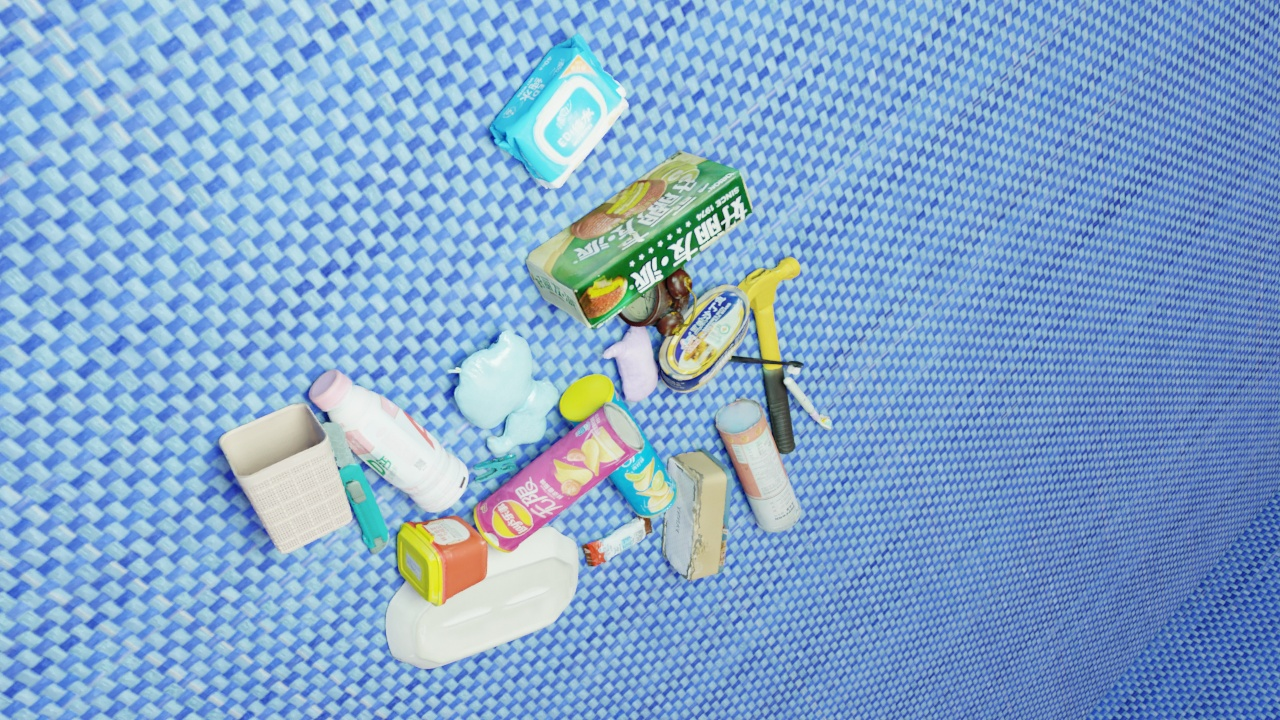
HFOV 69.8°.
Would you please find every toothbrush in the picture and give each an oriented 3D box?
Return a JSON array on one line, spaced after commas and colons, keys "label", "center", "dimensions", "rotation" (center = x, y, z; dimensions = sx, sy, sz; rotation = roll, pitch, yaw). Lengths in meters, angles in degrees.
[{"label": "toothbrush", "center": [0.243, 0.062, 1.331], "dimensions": [0.020, 0.029, 0.189], "rotation": [-34, 146, 11]}, {"label": "toothbrush", "center": [0.155, 0.003, 1.229], "dimensions": [0.180, 0.015, 0.018], "rotation": [7, 116, -38]}]

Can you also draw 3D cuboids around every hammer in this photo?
[{"label": "hammer", "center": [0.184, 0.008, 1.286], "dimensions": [0.128, 0.033, 0.301], "rotation": [-29, 125, -21]}]

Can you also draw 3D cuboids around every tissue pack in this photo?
[{"label": "tissue pack", "center": [-0.082, -0.253, 0.947], "dimensions": [0.140, 0.063, 0.090], "rotation": [-52, 131, -4]}]

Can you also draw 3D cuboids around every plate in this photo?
[{"label": "plate", "center": [-0.186, 0.305, 1.155], "dimensions": [0.265, 0.034, 0.162], "rotation": [-11, 117, -32]}]

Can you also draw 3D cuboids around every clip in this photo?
[{"label": "clip", "center": [-0.173, 0.127, 1.095], "dimensions": [0.056, 0.014, 0.042], "rotation": [-18, 122, -29]}]

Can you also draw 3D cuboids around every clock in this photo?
[{"label": "clock", "center": [0.021, -0.074, 1.072], "dimensions": [0.055, 0.122, 0.082], "rotation": [-8, 116, -47]}]

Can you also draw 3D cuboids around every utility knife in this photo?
[{"label": "utility knife", "center": [-0.302, 0.140, 0.979], "dimensions": [0.029, 0.013, 0.216], "rotation": [-22, 135, -18]}]

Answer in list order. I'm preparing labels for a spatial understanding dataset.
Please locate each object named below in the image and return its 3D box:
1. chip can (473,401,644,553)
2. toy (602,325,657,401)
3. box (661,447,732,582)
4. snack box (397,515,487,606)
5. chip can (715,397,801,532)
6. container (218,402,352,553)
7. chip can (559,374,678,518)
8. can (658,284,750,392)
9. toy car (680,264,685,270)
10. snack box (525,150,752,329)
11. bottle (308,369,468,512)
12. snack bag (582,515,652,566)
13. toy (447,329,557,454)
[{"label": "chip can", "center": [-0.096, 0.136, 1.067], "dimensions": [0.211, 0.071, 0.071], "rotation": [-39, 133, 16]}, {"label": "toy", "center": [-0.007, 0.007, 1.139], "dimensions": [0.083, 0.039, 0.108], "rotation": [-44, 137, -32]}, {"label": "box", "center": [0.077, 0.208, 1.265], "dimensions": [0.061, 0.090, 0.184], "rotation": [-7, 116, -27]}, {"label": "snack box", "center": [-0.226, 0.223, 1.054], "dimensions": [0.080, 0.091, 0.082], "rotation": [-14, 119, -38]}, {"label": "chip can", "center": [0.171, 0.153, 1.319], "dimensions": [0.071, 0.071, 0.215], "rotation": [-37, 128, -16]}, {"label": "container", "center": [-0.349, 0.120, 0.916], "dimensions": [0.089, 0.090, 0.111], "rotation": [-26, 127, -24]}, {"label": "chip can", "center": [-0.024, 0.112, 1.158], "dimensions": [0.071, 0.071, 0.210], "rotation": [-42, 129, -13]}, {"label": "can", "center": [0.081, -0.028, 1.153], "dimensions": [0.148, 0.074, 0.049], "rotation": [-49, 163, -14]}, {"label": "toy car", "center": [0.037, -0.089, 1.132], "dimensions": [0.043, 0.036, 0.091], "rotation": [-24, 127, -27]}, {"label": "snack box", "center": [-0.001, -0.140, 1.027], "dimensions": [0.239, 0.114, 0.063], "rotation": [-37, 129, -16]}, {"label": "bottle", "center": [-0.266, 0.084, 0.974], "dimensions": [0.068, 0.068, 0.197], "rotation": [-46, 127, -10]}, {"label": "snack bag", "center": [-0.029, 0.243, 1.246], "dimensions": [0.104, 0.026, 0.048], "rotation": [-28, 131, -23]}, {"label": "toy", "center": [-0.155, 0.038, 1.043], "dimensions": [0.156, 0.050, 0.162], "rotation": [5, 116, -45]}]
